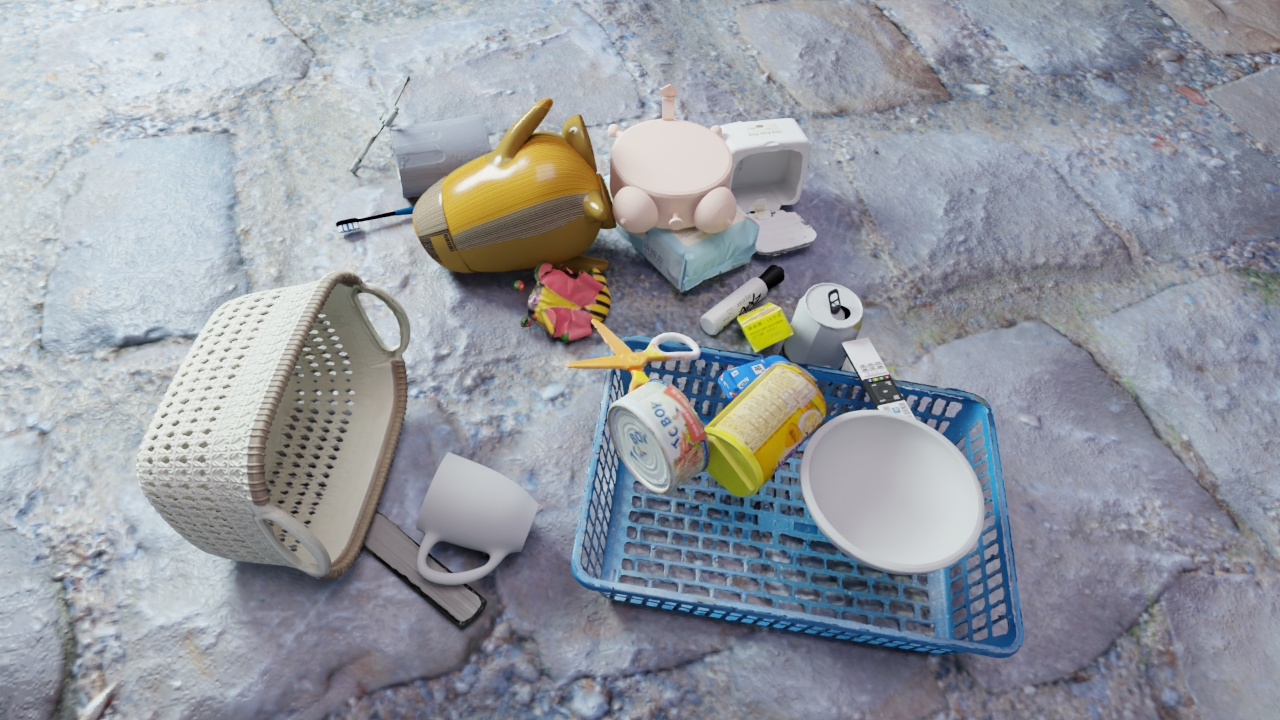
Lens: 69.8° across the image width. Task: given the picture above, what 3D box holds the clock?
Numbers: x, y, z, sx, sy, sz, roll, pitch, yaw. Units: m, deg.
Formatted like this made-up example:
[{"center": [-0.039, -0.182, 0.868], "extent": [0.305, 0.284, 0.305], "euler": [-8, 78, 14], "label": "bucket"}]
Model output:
[{"center": [0.033, -0.207, 0.981], "extent": [0.131, 0.086, 0.160], "euler": [0, 58, -4], "label": "clock"}]

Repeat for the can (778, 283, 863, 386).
[{"center": [0.178, -0.023, 0.912], "extent": [0.064, 0.128, 0.064], "euler": [4, 52, -5], "label": "can"}]

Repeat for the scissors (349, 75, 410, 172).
[{"center": [-0.295, -0.280, 1.062], "extent": [0.014, 0.174, 0.141], "euler": [32, 80, -24], "label": "scissors"}]

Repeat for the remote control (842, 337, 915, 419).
[{"center": [0.222, 0.031, 0.837], "extent": [0.028, 0.012, 0.124], "euler": [-11, 55, -16], "label": "remote control"}]

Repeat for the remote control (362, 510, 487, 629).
[{"center": [-0.190, 0.177, 0.781], "extent": [0.136, 0.013, 0.033], "euler": [33, 55, 19], "label": "remote control"}]

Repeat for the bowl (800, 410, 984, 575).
[{"center": [0.200, 0.113, 0.751], "extent": [0.149, 0.043, 0.149], "euler": [4, 52, -5], "label": "bowl"}]

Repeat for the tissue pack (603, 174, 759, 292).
[{"center": [0.039, -0.162, 1.039], "extent": [0.111, 0.070, 0.182], "euler": [-28, 59, -26], "label": "tissue pack"}]

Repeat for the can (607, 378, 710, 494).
[{"center": [0.014, 0.061, 0.738], "extent": [0.043, 0.086, 0.086], "euler": [-29, 62, -26], "label": "can"}]

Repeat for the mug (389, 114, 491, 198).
[{"center": [-0.232, -0.241, 1.063], "extent": [0.104, 0.084, 0.124], "euler": [-12, 31, -14], "label": "mug"}]

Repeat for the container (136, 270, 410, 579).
[{"center": [-0.292, 0.051, 0.763], "extent": [0.143, 0.185, 0.245], "euler": [-2, 47, 11], "label": "container"}]

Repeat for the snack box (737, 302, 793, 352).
[{"center": [0.122, -0.035, 0.910], "extent": [0.040, 0.148, 0.029], "euler": [-25, 93, 6], "label": "snack box"}]

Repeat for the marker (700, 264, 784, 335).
[{"center": [0.115, -0.069, 1.005], "extent": [0.025, 0.025, 0.125], "euler": [40, 58, 21], "label": "marker"}]

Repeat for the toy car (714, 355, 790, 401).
[{"center": [0.101, 0.004, 0.807], "extent": [0.091, 0.062, 0.033], "euler": [-17, 57, -20], "label": "toy car"}]

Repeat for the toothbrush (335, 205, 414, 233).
[{"center": [-0.258, -0.168, 1.035], "extent": [0.167, 0.014, 0.014], "euler": [-16, 90, -22], "label": "toothbrush"}]

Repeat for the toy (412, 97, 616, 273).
[{"center": [-0.138, -0.163, 0.974], "extent": [0.203, 0.199, 0.162], "euler": [-17, 34, 5], "label": "toy"}]

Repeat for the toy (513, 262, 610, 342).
[{"center": [-0.076, -0.062, 0.956], "extent": [0.103, 0.046, 0.084], "euler": [-11, 84, -25], "label": "toy"}]

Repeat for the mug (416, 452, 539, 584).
[{"center": [-0.142, 0.143, 0.782], "extent": [0.089, 0.071, 0.107], "euler": [21, 62, -2], "label": "mug"}]

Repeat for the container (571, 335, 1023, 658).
[{"center": [0.132, 0.127, 0.816], "extent": [0.362, 0.089, 0.256], "euler": [10, 52, -1], "label": "container"}]

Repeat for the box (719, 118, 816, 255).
[{"center": [0.148, -0.191, 1.065], "extent": [0.108, 0.126, 0.136], "euler": [-8, 45, -12], "label": "box"}]

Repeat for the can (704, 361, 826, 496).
[{"center": [0.100, 0.057, 0.761], "extent": [0.067, 0.068, 0.104], "euler": [38, 60, 20], "label": "can"}]

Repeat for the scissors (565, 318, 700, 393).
[{"center": [0.000, 0.000, 0.831], "extent": [0.127, 0.011, 0.125], "euler": [-29, 62, -27], "label": "scissors"}]
